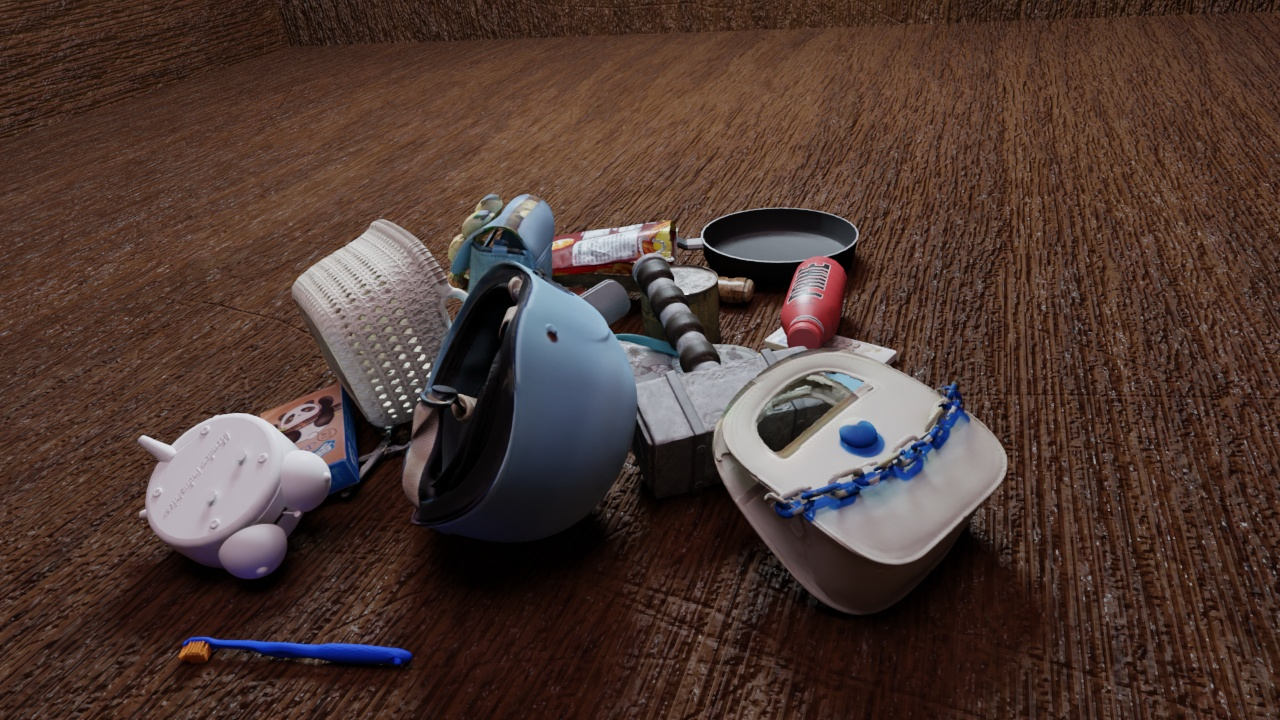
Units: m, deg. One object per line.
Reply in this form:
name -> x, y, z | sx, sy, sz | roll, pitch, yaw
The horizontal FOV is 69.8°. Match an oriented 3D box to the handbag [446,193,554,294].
handbag -> -0.158, -0.086, 1.009 | 0.118, 0.192, 0.121 | 13, 33, 4

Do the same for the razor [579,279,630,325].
razor -> -0.075, -0.064, 1.045 | 0.088, 0.047, 0.116 | -32, 27, -15

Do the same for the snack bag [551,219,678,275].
snack bag -> -0.059, -0.140, 1.136 | 0.208, 0.067, 0.138 | -1, 24, 6

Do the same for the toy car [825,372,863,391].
toy car -> 0.201, 0.034, 0.900 | 0.060, 0.027, 0.108 | -26, 25, -32

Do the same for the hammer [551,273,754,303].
hammer -> -0.016, -0.099, 1.166 | 0.319, 0.049, 0.121 | 5, 28, 16

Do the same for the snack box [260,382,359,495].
snack box -> -0.322, 0.083, 0.889 | 0.087, 0.034, 0.151 | -23, 32, -7

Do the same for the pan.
pan -> 0.107, -0.148, 1.213 | 0.355, 0.044, 0.203 | -4, 28, 0

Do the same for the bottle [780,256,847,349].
bottle -> 0.188, -0.056, 1.002 | 0.062, 0.062, 0.176 | 3, 27, 16

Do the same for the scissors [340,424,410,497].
scissors -> -0.239, 0.086, 0.901 | 0.175, 0.014, 0.141 | -12, 27, -1

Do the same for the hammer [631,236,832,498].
hammer -> 0.045, -0.021, 0.894 | 0.176, 0.080, 0.326 | -13, 45, -12

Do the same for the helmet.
helmet -> -0.101, 0.041, 0.778 | 0.166, 0.226, 0.265 | 23, 18, -30

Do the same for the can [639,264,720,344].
can -> 0.045, -0.059, 1.047 | 0.090, 0.075, 0.089 | -4, 28, 2

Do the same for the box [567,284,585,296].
box -> -0.060, -0.036, 1.056 | 0.059, 0.056, 0.186 | 18, 21, -27

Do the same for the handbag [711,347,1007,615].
handbag -> 0.161, 0.070, 0.704 | 0.199, 0.093, 0.200 | 41, 53, 23

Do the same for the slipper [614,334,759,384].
slipper -> -0.006, 0.005, 0.935 | 0.269, 0.055, 0.098 | -3, 51, 1

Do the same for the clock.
clock -> -0.351, 0.107, 0.777 | 0.161, 0.073, 0.125 | 19, 65, 25

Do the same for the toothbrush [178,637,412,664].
toothbrush -> -0.254, 0.215, 0.672 | 0.183, 0.016, 0.018 | 0, 35, 10

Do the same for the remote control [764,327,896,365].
remote control -> 0.205, -0.013, 0.999 | 0.136, 0.011, 0.050 | 18, 37, 37

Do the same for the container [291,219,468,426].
container -> -0.262, -0.037, 0.963 | 0.142, 0.185, 0.246 | -31, 28, -19
